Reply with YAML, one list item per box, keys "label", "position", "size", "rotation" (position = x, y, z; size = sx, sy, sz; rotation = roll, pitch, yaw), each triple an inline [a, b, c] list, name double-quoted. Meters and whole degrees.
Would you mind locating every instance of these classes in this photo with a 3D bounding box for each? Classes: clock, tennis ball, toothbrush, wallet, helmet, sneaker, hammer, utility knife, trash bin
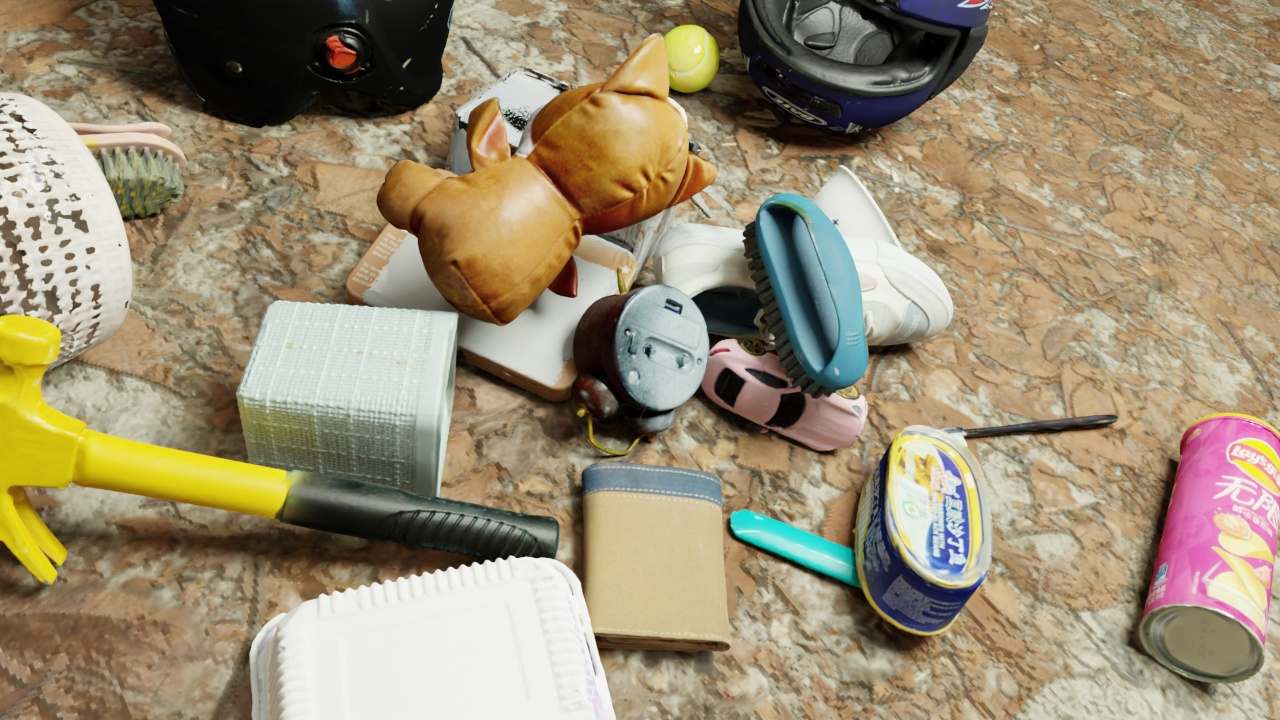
- label: "clock"
  position: [-0.004, 0.004, 0.613]
  size: [0.082, 0.055, 0.122]
  rotation: [22, 78, -37]
- label: "tennis ball"
  position: [0.048, -0.306, 0.932]
  size: [0.065, 0.066, 0.065]
  rotation: [9, 46, -10]
- label: "toothbrush"
  position: [0.305, 0.055, 0.718]
  size: [0.181, 0.016, 0.018]
  rotation: [-4, 56, -21]
- label: "wallet"
  position: [0.008, 0.117, 0.552]
  size: [0.090, 0.033, 0.115]
  rotation: [6, 48, -9]
- label: "helmet"
  position: [-0.268, -0.334, 0.757]
  size: [0.274, 0.231, 0.233]
  rotation: [20, 44, -28]
- label: "sneaker"
  position: [0.129, -0.039, 0.695]
  size: [0.242, 0.090, 0.090]
  rotation: [9, 49, -10]
- label: "hammer"
  position: [-0.189, 0.073, 0.488]
  size: [0.300, 0.129, 0.033]
  rotation: [15, 15, -20]
- label: "utility knife"
  position: [0.129, 0.130, 0.593]
  size: [0.151, 0.013, 0.029]
  rotation: [21, 43, 5]
- label: "helmet"
  position: [0.208, -0.343, 0.890]
  size: [0.247, 0.241, 0.314]
  rotation: [31, 36, 9]
- label: "trash bin"
  position: [-0.391, -0.051, 0.467]
  size: [0.227, 0.228, 0.191]
  rotation: [36, 35, 16]

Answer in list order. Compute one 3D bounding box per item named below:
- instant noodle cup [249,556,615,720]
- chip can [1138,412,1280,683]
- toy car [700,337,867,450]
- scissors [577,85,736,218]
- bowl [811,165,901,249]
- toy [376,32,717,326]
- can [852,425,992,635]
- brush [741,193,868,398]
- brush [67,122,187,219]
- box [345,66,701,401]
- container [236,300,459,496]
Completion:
- label: "instant noodle cup"
  position: [-0.099, 0.159, 0.445]
  size: [0.173, 0.060, 0.138]
  rotation: [-8, 52, -17]
- label: "chip can"
  position: [0.408, 0.124, 0.647]
  size: [0.071, 0.072, 0.209]
  rotation: [33, 47, 13]
- label: "toy car"
  position: [0.099, 0.027, 0.648]
  size: [0.122, 0.056, 0.037]
  rotation: [25, 42, 5]
- label: "scissors"
  position: [0.019, -0.168, 0.712]
  size: [0.168, 0.014, 0.155]
  rotation: [24, 40, 4]
- label: "bowl"
  position: [0.169, -0.096, 0.768]
  size: [0.065, 0.118, 0.118]
  rotation: [-30, 54, 8]
- label: "toy"
  position: [-0.052, -0.112, 0.580]
  size: [0.199, 0.140, 0.130]
  rotation: [-32, 54, 2]
- label: "can"
  position: [0.182, 0.104, 0.593]
  size: [0.074, 0.049, 0.147]
  rotation: [21, 37, 3]
- label: "brush"
  position: [0.115, -0.050, 0.612]
  size: [0.055, 0.074, 0.143]
  rotation: [-8, 70, -23]
- label: "brush"
  position: [-0.391, -0.132, 0.628]
  size: [0.145, 0.063, 0.073]
  rotation: [-16, 66, -31]
- label: "box"
  position: [-0.078, -0.105, 0.694]
  size: [0.179, 0.105, 0.259]
  rotation: [25, 40, 5]
- label: "container"
  position: [-0.169, 0.021, 0.544]
  size: [0.111, 0.090, 0.089]
  rotation: [7, 46, -8]
